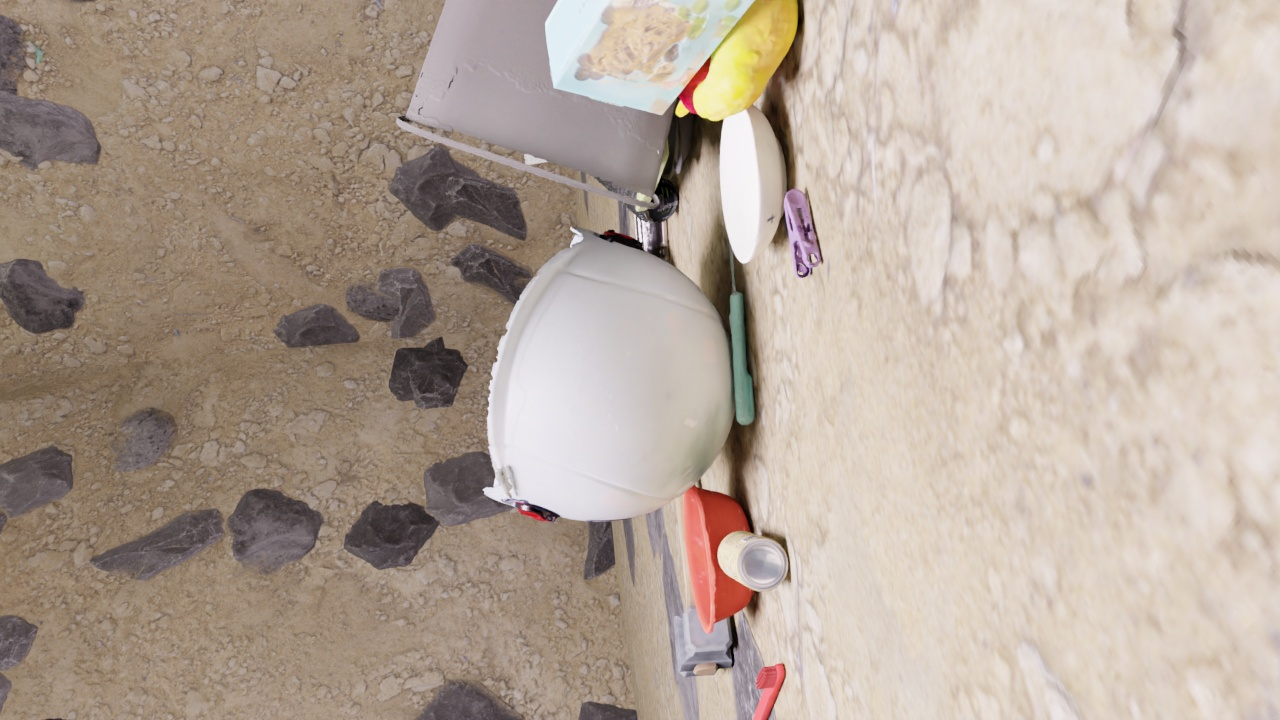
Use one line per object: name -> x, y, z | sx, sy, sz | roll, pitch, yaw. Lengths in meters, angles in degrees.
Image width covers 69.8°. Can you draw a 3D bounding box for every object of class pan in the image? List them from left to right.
pan -> 0.020, -0.325, 0.924 | 0.217, 0.024, 0.353 | 93, 169, -55

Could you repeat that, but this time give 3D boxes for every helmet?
helmet -> -0.009, 0.025, 0.733 | 0.264, 0.164, 0.236 | 44, -118, -73

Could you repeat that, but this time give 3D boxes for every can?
can -> -0.010, -0.202, 1.024 | 0.137, 0.053, 0.054 | 49, 149, 45
can -> 0.083, 0.149, 0.687 | 0.079, 0.038, 0.038 | 127, 137, -81

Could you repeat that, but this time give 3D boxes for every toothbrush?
toothbrush -> 0.098, 0.300, 0.777 | 0.213, 0.018, 0.012 | 92, 171, -51

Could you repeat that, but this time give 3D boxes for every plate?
plate -> 0.074, -0.116, 0.589 | 0.104, 0.026, 0.104 | 173, 91, -83

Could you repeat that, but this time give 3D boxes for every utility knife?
utility knife -> 0.076, -0.038, 0.713 | 0.022, 0.016, 0.177 | -4, -89, -72

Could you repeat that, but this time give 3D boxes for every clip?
clip -> 0.092, -0.069, 0.529 | 0.046, 0.014, 0.050 | 88, 171, -53

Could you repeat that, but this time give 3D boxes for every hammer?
hammer -> 0.051, 0.173, 0.996 | 0.117, 0.051, 0.322 | 95, 171, -59

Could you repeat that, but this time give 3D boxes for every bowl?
bowl -> 0.070, 0.166, 0.791 | 0.130, 0.045, 0.130 | 173, 91, -84

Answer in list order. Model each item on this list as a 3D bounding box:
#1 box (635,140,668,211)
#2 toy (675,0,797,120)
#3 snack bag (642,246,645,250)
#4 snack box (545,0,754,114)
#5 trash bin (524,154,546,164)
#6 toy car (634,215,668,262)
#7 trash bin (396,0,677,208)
box -> 0.009, -0.229, 0.874 | 0.187, 0.024, 0.137 | 129, 141, -81
toy -> 0.049, -0.194, 0.558 | 0.106, 0.067, 0.137 | -55, 33, 29
snack bag -> 0.008, -0.025, 1.096 | 0.094, 0.070, 0.207 | -102, 9, -51
snack box -> 0.019, -0.207, 0.478 | 0.175, 0.074, 0.053 | -40, 53, 50
trash bin -> -0.063, -0.304, 1.086 | 0.133, 0.161, 0.133 | 173, 92, -84
toy car -> 0.013, -0.170, 1.095 | 0.039, 0.039, 0.113 | -49, -43, -69
trash bin -> -0.048, -0.253, 0.681 | 0.197, 0.197, 0.220 | -101, 28, -74
